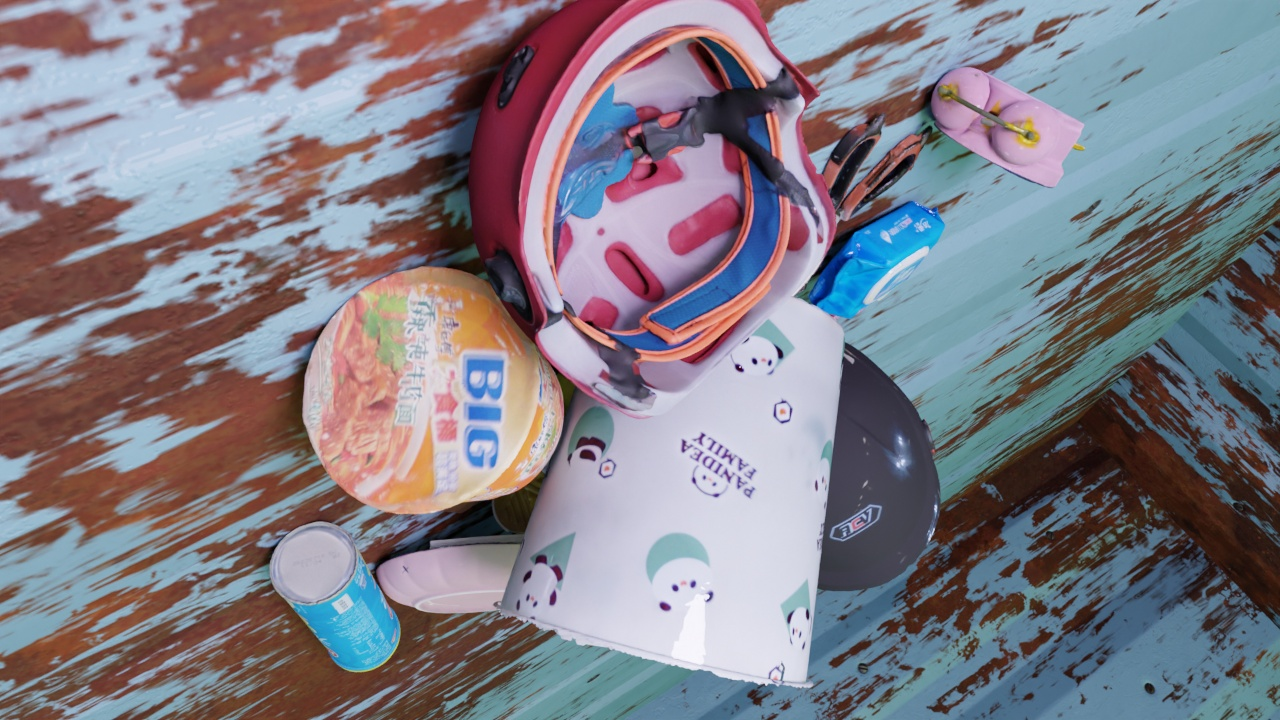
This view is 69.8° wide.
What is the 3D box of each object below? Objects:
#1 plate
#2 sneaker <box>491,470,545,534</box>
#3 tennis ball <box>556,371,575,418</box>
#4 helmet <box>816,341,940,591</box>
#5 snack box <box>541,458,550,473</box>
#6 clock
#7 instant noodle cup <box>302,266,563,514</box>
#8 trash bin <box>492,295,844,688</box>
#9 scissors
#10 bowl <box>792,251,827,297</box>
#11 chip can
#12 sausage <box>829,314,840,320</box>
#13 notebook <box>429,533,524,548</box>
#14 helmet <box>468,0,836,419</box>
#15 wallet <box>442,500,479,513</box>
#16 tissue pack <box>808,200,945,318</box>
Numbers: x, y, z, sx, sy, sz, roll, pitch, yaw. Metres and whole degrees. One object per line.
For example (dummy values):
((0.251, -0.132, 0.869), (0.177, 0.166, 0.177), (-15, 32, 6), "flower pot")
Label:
((-0.160, 0.218, 0.898), (0.192, 0.039, 0.193), (-5, 157, -2), "plate")
((-0.027, 0.119, 0.913), (0.241, 0.118, 0.088), (-15, 174, -1), "sneaker")
((-0.042, 0.026, 0.779), (0.065, 0.065, 0.066), (-29, 154, -16), "tennis ball")
((0.189, 0.103, 0.982), (0.233, 0.274, 0.230), (-30, 128, 4), "helmet")
((-0.085, 0.055, 0.751), (0.027, 0.084, 0.157), (-34, 155, 0), "snack box")
((0.309, -0.201, 0.779), (0.158, 0.117, 0.060), (-8, 133, -49), "clock")
((-0.122, 0.027, 0.596), (0.151, 0.151, 0.111), (-37, 163, 2), "instant noodle cup")
((0.037, 0.083, 0.671), (0.229, 0.230, 0.251), (40, 61, -65), "trash bin")
((0.182, -0.139, 0.838), (0.224, 0.015, 0.189), (-39, 155, 5), "scissors")
((0.088, -0.088, 0.746), (0.116, 0.066, 0.117), (-29, 153, -16), "bowl")
((-0.267, 0.216, 0.818), (0.071, 0.071, 0.211), (-27, 153, -19), "chip can")
((0.230, -0.066, 1.024), (0.156, 0.020, 0.020), (-43, 154, 16), "sausage")
((-0.122, 0.207, 0.949), (0.150, 0.012, 0.209), (-3, 157, -2), "notebook")
((-0.012, -0.100, 0.511), (0.206, 0.144, 0.240), (-44, 138, -17), "helmet")
((-0.153, 0.099, 0.823), (0.115, 0.020, 0.101), (-40, 154, 14), "wallet")
((0.238, -0.097, 0.920), (0.156, 0.052, 0.095), (-29, 158, -35), "tissue pack")
